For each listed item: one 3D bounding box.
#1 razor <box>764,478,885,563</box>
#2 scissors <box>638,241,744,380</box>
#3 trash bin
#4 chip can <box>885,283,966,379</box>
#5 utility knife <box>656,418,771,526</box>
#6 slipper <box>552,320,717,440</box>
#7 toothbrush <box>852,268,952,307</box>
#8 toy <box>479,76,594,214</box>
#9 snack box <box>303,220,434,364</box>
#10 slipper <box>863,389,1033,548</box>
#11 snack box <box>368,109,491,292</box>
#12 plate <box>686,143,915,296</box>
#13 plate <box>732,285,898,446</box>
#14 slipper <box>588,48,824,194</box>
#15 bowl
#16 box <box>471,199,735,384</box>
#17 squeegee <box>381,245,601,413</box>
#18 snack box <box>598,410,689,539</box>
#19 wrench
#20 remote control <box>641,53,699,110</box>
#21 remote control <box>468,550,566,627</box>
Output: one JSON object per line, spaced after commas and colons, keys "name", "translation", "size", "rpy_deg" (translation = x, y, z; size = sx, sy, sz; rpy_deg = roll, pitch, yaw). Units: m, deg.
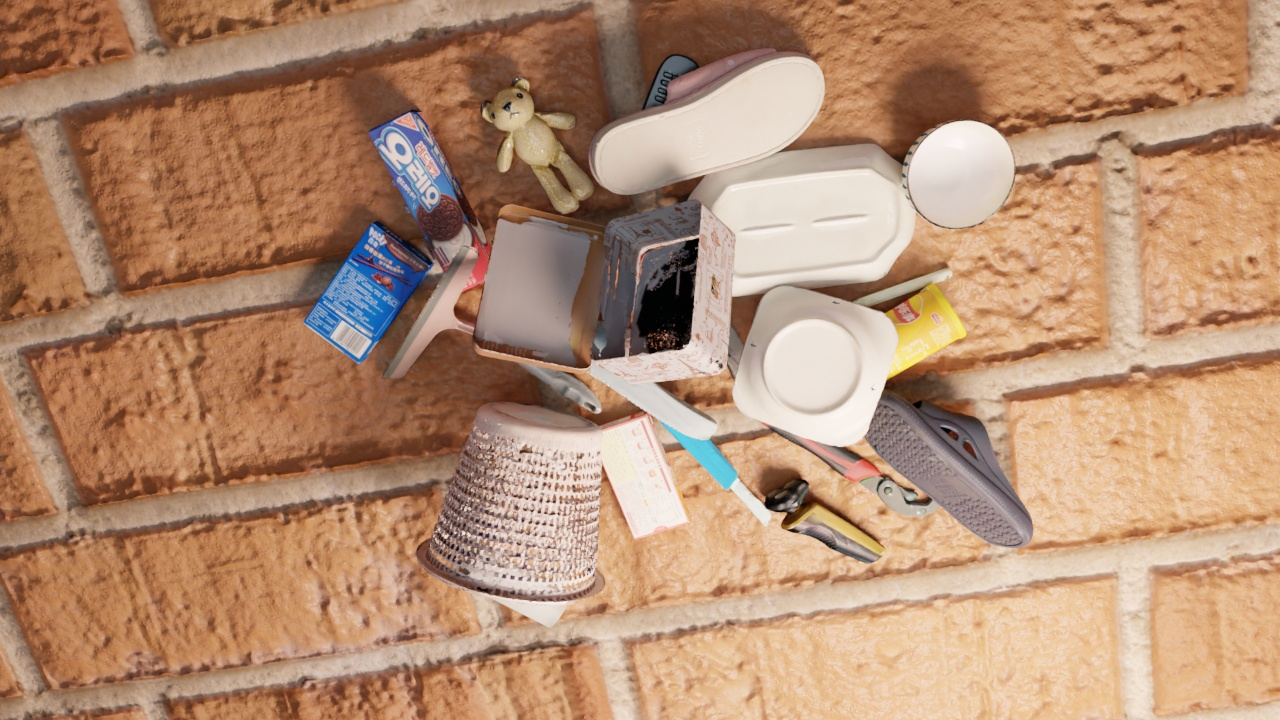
{"name": "razor", "translation": [0.236, 0.205, 1.153], "size": [0.167, 0.062, 0.067], "rpy_deg": [30, 75, -12]}
{"name": "scissors", "translation": [0.066, -0.061, 1.095], "size": [0.196, 0.015, 0.206], "rpy_deg": [9, 107, -1]}
{"name": "trash bin", "translation": [-0.135, 0.157, 1.085], "size": [0.227, 0.227, 0.192], "rpy_deg": [12, 95, 0]}
{"name": "chip can", "translation": [0.267, -0.004, 1.071], "size": [0.214, 0.072, 0.072], "rpy_deg": [-33, 103, 12]}
{"name": "utility knife", "translation": [0.093, 0.129, 1.149], "size": [0.034, 0.018, 0.216], "rpy_deg": [-40, 100, 12]}
{"name": "slipper", "translation": [-0.006, 0.006, 1.074], "size": [0.245, 0.104, 0.074], "rpy_deg": [35, 92, -4]}
{"name": "toothbrush", "translation": [0.272, -0.074, 1.077], "size": [0.190, 0.020, 0.029], "rpy_deg": [-18, 136, 8]}
{"name": "toy", "translation": [-0.113, -0.236, 1.023], "size": [0.105, 0.066, 0.157], "rpy_deg": [-35, 96, 7]}
{"name": "snack box", "translation": [-0.327, -0.081, 1.105], "size": [0.084, 0.026, 0.157], "rpy_deg": [38, 106, -8]}
{"name": "slipper", "translation": [0.372, 0.115, 1.099], "size": [0.268, 0.111, 0.083], "rpy_deg": [42, 66, -9]}
{"name": "snack box", "translation": [-0.234, -0.181, 1.053], "size": [0.058, 0.057, 0.207], "rpy_deg": [-25, 104, 7]}
{"name": "plate", "translation": [0.183, -0.156, 1.040], "size": [0.266, 0.034, 0.162], "rpy_deg": [-5, 105, 1]}
{"name": "plate", "translation": [0.194, 0.007, 1.035], "size": [0.164, 0.034, 0.164], "rpy_deg": [18, 98, 11]}
{"name": "slipper", "translation": [0.071, -0.259, 0.997], "size": [0.274, 0.054, 0.114], "rpy_deg": [-24, 124, -5]}
{"name": "bowl", "translation": [0.341, -0.205, 1.006], "size": [0.116, 0.066, 0.116], "rpy_deg": [0, 106, 0]}
{"name": "box", "translation": [-0.035, -0.074, 0.991], "size": [0.274, 0.125, 0.178], "rpy_deg": [2, 68, 11]}
{"name": "squeegee", "translation": [-0.152, -0.004, 1.108], "size": [0.249, 0.040, 0.248], "rpy_deg": [30, 129, -16]}
{"name": "snack box", "translation": [0.000, 0.144, 1.156], "size": [0.077, 0.027, 0.156], "rpy_deg": [-19, 105, 9]}
{"name": "wrench", "translation": [0.254, 0.121, 1.140], "size": [0.273, 0.016, 0.056], "rpy_deg": [29, 103, -6]}
{"name": "remote control", "translation": [0.026, -0.273, 1.025], "size": [0.053, 0.024, 0.137], "rpy_deg": [18, 108, -9]}
{"name": "remote control", "translation": [-0.163, 0.303, 1.219], "size": [0.135, 0.019, 0.056], "rpy_deg": [28, 107, -5]}
